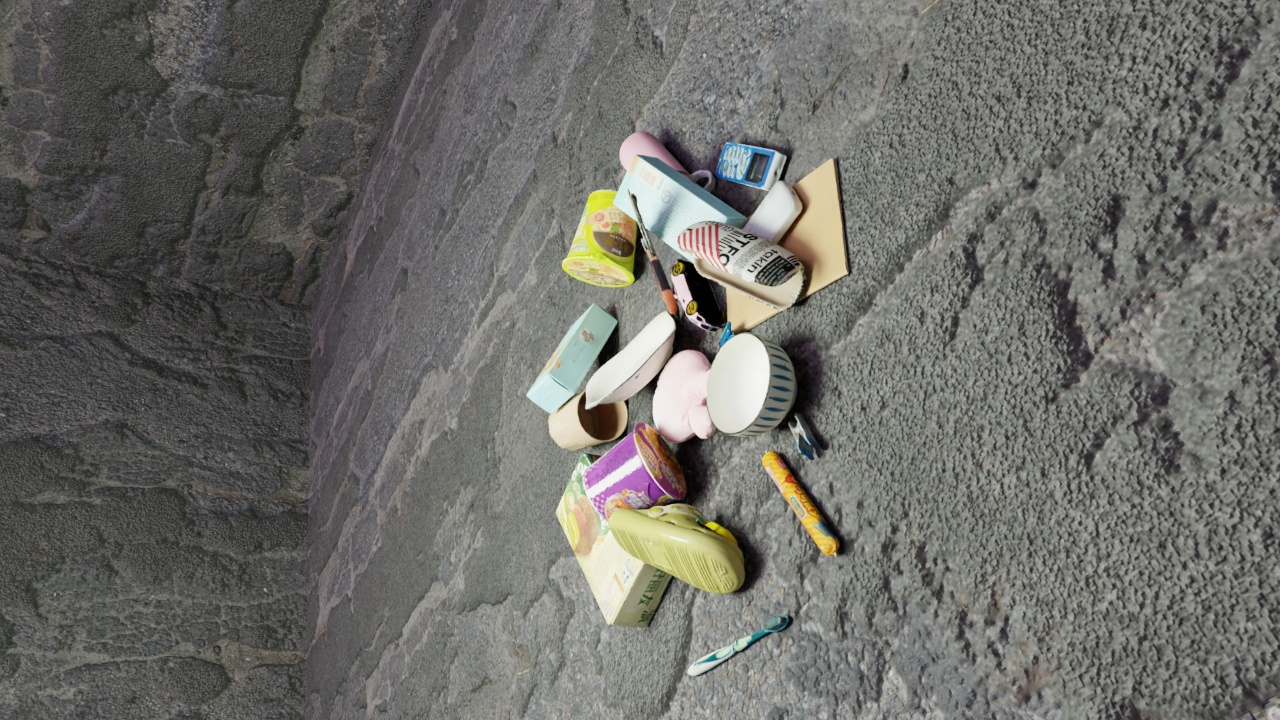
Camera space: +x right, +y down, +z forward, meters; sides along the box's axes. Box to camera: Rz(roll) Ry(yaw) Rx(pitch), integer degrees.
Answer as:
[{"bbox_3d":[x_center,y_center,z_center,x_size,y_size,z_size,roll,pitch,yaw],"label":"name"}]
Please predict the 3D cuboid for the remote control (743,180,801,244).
[{"bbox_3d":[0.145,-0.150,1.104,0.136,0.020,0.055,-55,38,33],"label":"remote control"}]

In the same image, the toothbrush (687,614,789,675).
[{"bbox_3d":[0.104,0.322,1.030,0.192,0.018,0.016,-46,43,43],"label":"toothbrush"}]

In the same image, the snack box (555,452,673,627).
[{"bbox_3d":[-0.038,0.240,1.255,0.115,0.063,0.240,-66,32,20],"label":"snack box"}]

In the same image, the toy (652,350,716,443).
[{"bbox_3d":[0.063,0.048,1.154,0.159,0.054,0.121,-163,86,-67],"label":"toy"}]

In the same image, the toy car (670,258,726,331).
[{"bbox_3d":[0.071,-0.083,1.189,0.037,0.056,0.122,-50,40,34],"label":"toy car"}]

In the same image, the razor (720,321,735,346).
[{"bbox_3d":[0.120,0.024,1.103,0.043,0.022,0.142,102,162,-63],"label":"razor"}]

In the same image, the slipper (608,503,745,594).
[{"bbox_3d":[0.048,0.205,1.084,0.191,0.092,0.081,11,49,39],"label":"slipper"}]

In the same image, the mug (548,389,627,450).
[{"bbox_3d":[-0.072,0.071,1.369,0.104,0.084,0.124,-25,35,56],"label":"mug"}]

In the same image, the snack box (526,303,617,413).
[{"bbox_3d":[-0.101,-0.005,1.383,0.074,0.051,0.174,-42,14,47],"label":"snack box"}]

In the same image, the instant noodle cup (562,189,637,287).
[{"bbox_3d":[-0.052,-0.189,1.395,0.112,0.111,0.123,-13,62,58],"label":"instant noodle cup"}]

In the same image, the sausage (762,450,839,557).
[{"bbox_3d":[0.169,0.149,0.976,0.021,0.021,0.165,-63,34,24],"label":"sausage"}]

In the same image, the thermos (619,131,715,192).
[{"bbox_3d":[0.039,-0.266,1.307,0.087,0.067,0.198,-39,39,6],"label":"thermos"}]

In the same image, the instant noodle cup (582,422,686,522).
[{"bbox_3d":[-0.011,0.151,1.163,0.099,0.111,0.111,-35,46,17],"label":"instant noodle cup"}]

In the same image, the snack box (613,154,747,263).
[{"bbox_3d":[0.049,-0.193,1.186,0.175,0.051,0.074,40,119,27],"label":"snack box"}]

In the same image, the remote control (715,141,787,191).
[{"bbox_3d":[0.139,-0.246,1.162,0.125,0.024,0.049,36,111,59],"label":"remote control"}]

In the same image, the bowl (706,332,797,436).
[{"bbox_3d":[0.133,0.031,1.033,0.117,0.066,0.116,-29,55,52],"label":"bowl"}]

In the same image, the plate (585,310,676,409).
[{"bbox_3d":[-0.007,0.007,1.251,0.164,0.034,0.164,-43,13,8],"label":"plate"}]

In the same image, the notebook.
[{"bbox_3d":[0.166,-0.128,1.091,0.208,0.008,0.147,-31,54,52],"label":"notebook"}]

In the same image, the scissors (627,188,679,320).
[{"bbox_3d":[0.018,-0.132,1.186,0.208,0.015,0.185,36,-148,-87],"label":"scissors"}]

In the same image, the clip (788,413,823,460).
[{"bbox_3d":[0.176,0.080,0.987,0.038,0.026,0.058,-50,31,22],"label":"clip"}]

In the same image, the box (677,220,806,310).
[{"bbox_3d":[0.121,-0.109,1.073,0.163,0.087,0.076,27,60,39],"label":"box"}]
